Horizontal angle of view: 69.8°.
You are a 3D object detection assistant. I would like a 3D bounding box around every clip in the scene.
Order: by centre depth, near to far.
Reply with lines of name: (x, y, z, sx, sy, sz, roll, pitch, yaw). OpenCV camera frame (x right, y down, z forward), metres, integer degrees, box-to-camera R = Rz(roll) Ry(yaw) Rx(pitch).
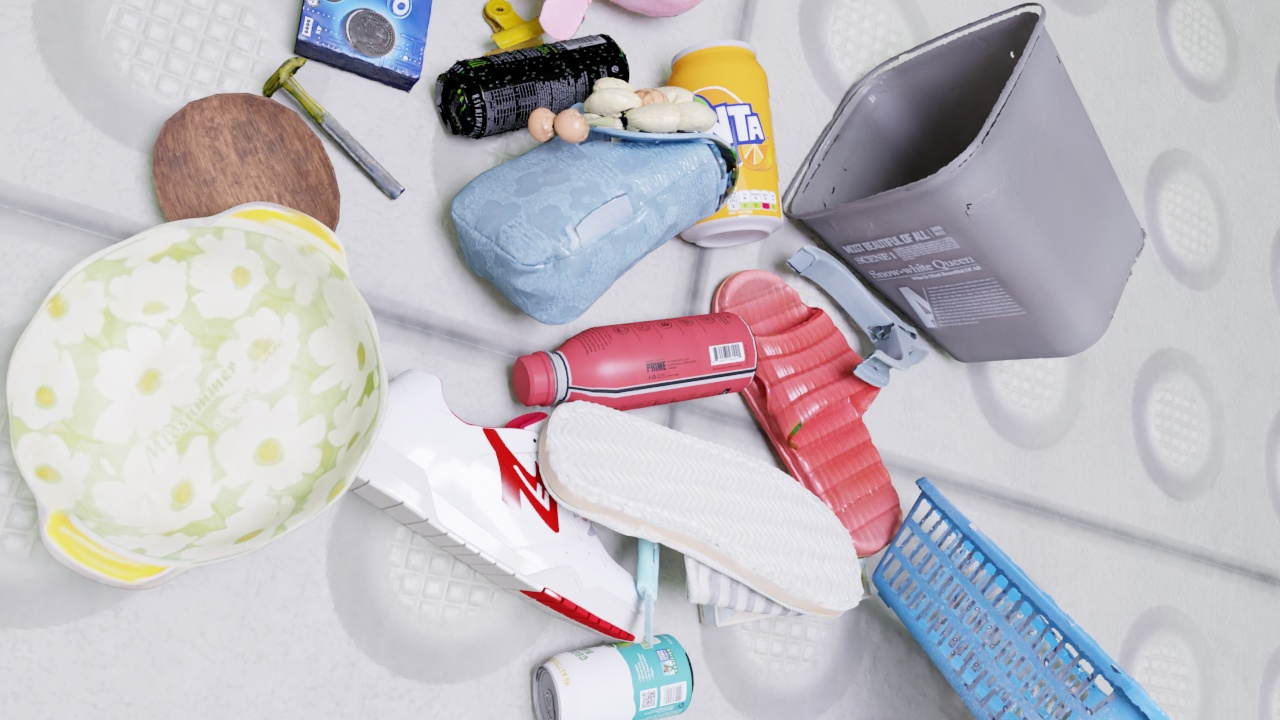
clip: (-0.093, -0.238, 0.664, 0.054, 0.046, 0.048, -33, 131, -27)
clip: (0.172, -0.049, 0.752, 0.164, 0.031, 0.172, 56, 25, 13)

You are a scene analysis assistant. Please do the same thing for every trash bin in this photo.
trash bin: (0.278, -0.126, 0.759, 0.220, 0.198, 0.197, 43, 66, -24)

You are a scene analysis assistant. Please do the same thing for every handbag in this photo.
handbag: (-0.032, -0.121, 0.617, 0.191, 0.122, 0.119, -35, 144, -23)

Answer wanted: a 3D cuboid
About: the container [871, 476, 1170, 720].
container: (0.323, 0.274, 0.678, 0.089, 0.257, 0.362, -41, 116, 5)

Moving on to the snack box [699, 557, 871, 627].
snack box: (0.111, 0.154, 0.714, 0.149, 0.026, 0.082, -1, 81, -29)

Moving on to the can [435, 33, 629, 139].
can: (-0.073, -0.194, 0.649, 0.137, 0.054, 0.054, -22, 94, -29)

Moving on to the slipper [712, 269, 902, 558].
slipper: (0.144, 0.034, 0.718, 0.103, 0.059, 0.248, -26, 87, -32)

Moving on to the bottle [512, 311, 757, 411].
bottle: (-0.004, 0.004, 0.654, 0.176, 0.062, 0.062, -8, 87, -29)

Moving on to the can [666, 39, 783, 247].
can: (0.063, -0.163, 0.703, 0.079, 0.079, 0.142, -3, 84, -28)

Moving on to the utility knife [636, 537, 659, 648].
utility knife: (0.004, 0.138, 0.613, 0.015, 0.147, 0.022, -30, 112, 16)

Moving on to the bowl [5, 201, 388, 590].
bowl: (-0.236, 0.020, 0.511, 0.188, 0.060, 0.219, 24, 72, -2)

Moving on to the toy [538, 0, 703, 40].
toy: (-0.051, -0.316, 0.654, 0.238, 0.088, 0.189, 23, 52, -22)

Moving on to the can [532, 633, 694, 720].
can: (-0.017, 0.220, 0.621, 0.101, 0.055, 0.055, -2, 84, -28)

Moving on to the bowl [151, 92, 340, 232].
bowl: (-0.241, -0.105, 0.563, 0.101, 0.026, 0.114, -20, 93, -28)

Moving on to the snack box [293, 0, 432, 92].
snack box: (-0.179, -0.265, 0.618, 0.082, 0.027, 0.150, 10, 78, -27)

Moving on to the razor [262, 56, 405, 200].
razor: (-0.194, -0.146, 0.594, 0.106, 0.043, 0.026, 47, 62, -25)

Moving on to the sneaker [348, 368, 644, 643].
sneaker: (-0.074, 0.089, 0.594, 0.236, 0.090, 0.104, 36, 67, -14)

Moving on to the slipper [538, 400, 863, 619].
slipper: (0.044, 0.107, 0.628, 0.272, 0.054, 0.114, 28, 44, -26)
